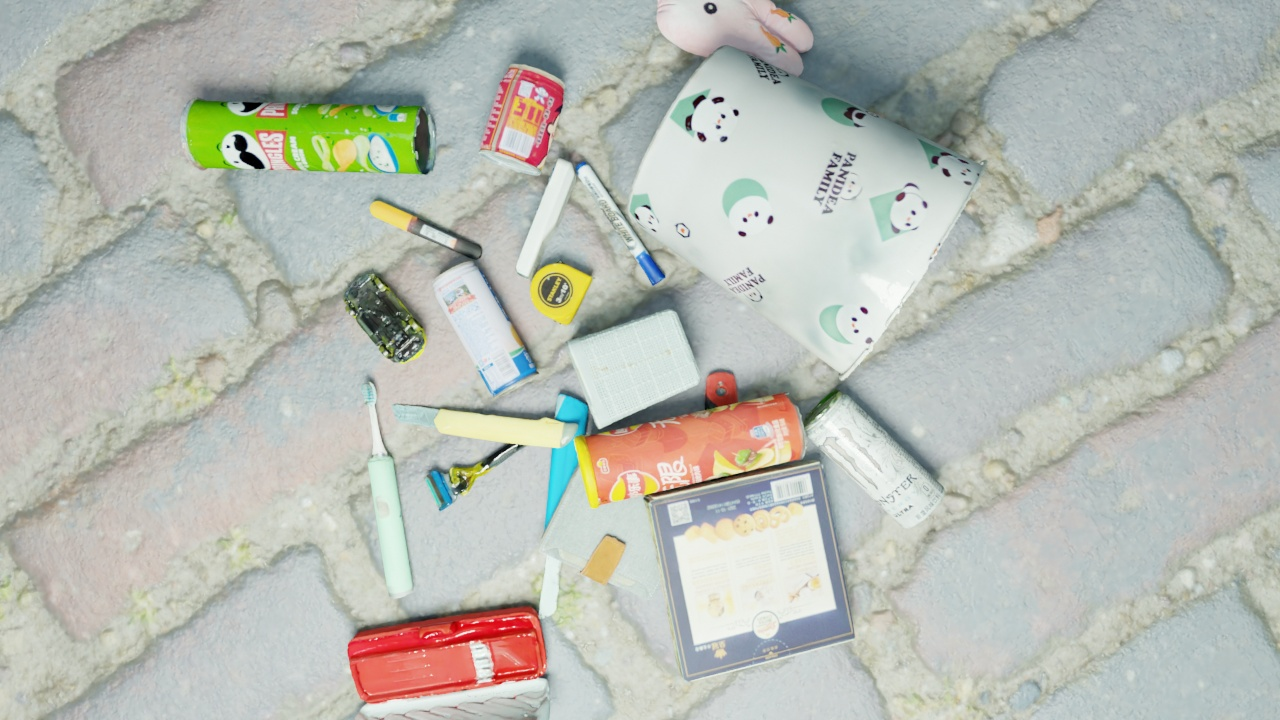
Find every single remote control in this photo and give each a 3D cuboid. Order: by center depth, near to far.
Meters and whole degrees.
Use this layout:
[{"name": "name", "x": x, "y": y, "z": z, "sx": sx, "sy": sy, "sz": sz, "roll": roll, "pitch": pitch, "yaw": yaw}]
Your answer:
[{"name": "remote control", "x": -0.095, "y": -0.141, "z": 0.928, "sx": 0.024, "sy": 0.049, "sz": 0.125, "roll": 22, "pitch": 92, "yaw": -1}]

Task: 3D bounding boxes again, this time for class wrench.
[{"name": "wrench", "x": 0.082, "y": 0.148, "z": 0.942, "sx": 0.056, "sy": 0.016, "sz": 0.273, "roll": 2, "pitch": 91, "yaw": -3}]

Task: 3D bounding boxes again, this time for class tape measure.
[{"name": "tape measure", "x": -0.083, "y": -0.071, "z": 0.938, "sx": 0.057, "sy": 0.029, "sz": 0.060, "roll": 26, "pitch": 91, "yaw": 0}]

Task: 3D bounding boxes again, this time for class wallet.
[{"name": "wallet", "x": -0.025, "y": 0.175, "z": 0.928, "sx": 0.129, "sy": 0.037, "sz": 0.106, "roll": 26, "pitch": 89, "yaw": -7}]

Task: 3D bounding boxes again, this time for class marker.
[{"name": "marker", "x": -0.021, "y": -0.141, "z": 0.941, "sx": 0.017, "sy": 0.017, "sz": 0.146, "roll": -34, "pitch": 89, "yaw": 2}, {"name": "marker", "x": -0.221, "y": -0.134, "z": 0.950, "sx": 0.124, "sy": 0.015, "sz": 0.018, "roll": 24, "pitch": 93, "yaw": -1}]

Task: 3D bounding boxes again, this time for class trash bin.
[{"name": "trash bin", "x": 0.141, "y": -0.145, "z": 0.842, "sx": 0.252, "sy": 0.229, "sz": 0.229, "roll": 33, "pitch": 91, "yaw": 7}]

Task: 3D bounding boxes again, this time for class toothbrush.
[{"name": "toothbrush", "x": -0.264, "y": 0.133, "z": 0.947, "sx": 0.026, "sy": 0.027, "sz": 0.224, "roll": -8, "pitch": 90, "yaw": 8}]

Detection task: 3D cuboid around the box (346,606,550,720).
[{"name": "box", "x": -0.194, "y": 0.323, "z": 0.910, "sx": 0.201, "sy": 0.100, "sz": 0.110, "roll": -9, "pitch": 102, "yaw": 1}]

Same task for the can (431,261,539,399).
[{"name": "can", "x": -0.158, "y": -0.031, "z": 0.928, "sx": 0.053, "sy": 0.053, "sz": 0.134, "roll": -30, "pitch": 89, "yaw": 2}]

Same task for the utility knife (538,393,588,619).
[{"name": "utility knife", "x": -0.084, "y": 0.152, "z": 0.945, "sx": 0.034, "sy": 0.018, "sz": 0.234, "roll": 7, "pitch": 91, "yaw": -12}]

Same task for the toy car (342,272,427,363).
[{"name": "toy car", "x": -0.261, "y": -0.043, "z": 0.944, "sx": 0.048, "sy": 0.032, "sz": 0.105, "roll": -43, "pitch": 78, "yaw": 2}]

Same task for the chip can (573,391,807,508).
[{"name": "chip can", "x": 0.048, "y": 0.087, "z": 0.891, "sx": 0.216, "sy": 0.073, "sz": 0.073, "roll": -11, "pitch": 90, "yaw": -8}]

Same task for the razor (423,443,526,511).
[{"name": "razor", "x": -0.152, "y": 0.102, "z": 0.947, "sx": 0.142, "sy": 0.022, "sz": 0.042, "roll": -32, "pitch": 68, "yaw": -3}]

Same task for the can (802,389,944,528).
[{"name": "can", "x": 0.231, "y": 0.098, "z": 0.915, "sx": 0.146, "sy": 0.058, "sz": 0.058, "roll": 44, "pitch": 92, "yaw": 1}]

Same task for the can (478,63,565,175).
[{"name": "can", "x": -0.117, "y": -0.240, "z": 0.918, "sx": 0.066, "sy": 0.066, "sz": 0.094, "roll": 18, "pitch": 91, "yaw": 2}]

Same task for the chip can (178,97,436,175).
[{"name": "chip can", "x": -0.331, "y": -0.225, "z": 0.924, "sx": 0.236, "sy": 0.072, "sz": 0.072, "roll": 2, "pitch": 91, "yaw": 1}]

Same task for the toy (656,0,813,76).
[{"name": "toy", "x": 0.093, "y": -0.332, "z": 0.901, "sx": 0.159, "sy": 0.054, "sz": 0.121, "roll": 21, "pitch": 53, "yaw": 0}]

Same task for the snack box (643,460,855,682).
[{"name": "snack box", "x": 0.108, "y": 0.205, "z": 0.911, "sx": 0.178, "sy": 0.046, "sz": 0.182, "roll": -11, "pitch": 90, "yaw": -10}]

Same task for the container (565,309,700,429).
[{"name": "container", "x": -0.005, "y": 0.005, "z": 0.908, "sx": 0.111, "sy": 0.090, "sz": 0.090, "roll": -20, "pitch": 90, "yaw": -1}]

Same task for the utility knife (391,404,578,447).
[{"name": "utility knife", "x": -0.163, "y": 0.065, "z": 0.939, "sx": 0.201, "sy": 0.021, "sz": 0.031, "roll": 7, "pitch": 82, "yaw": 5}]
